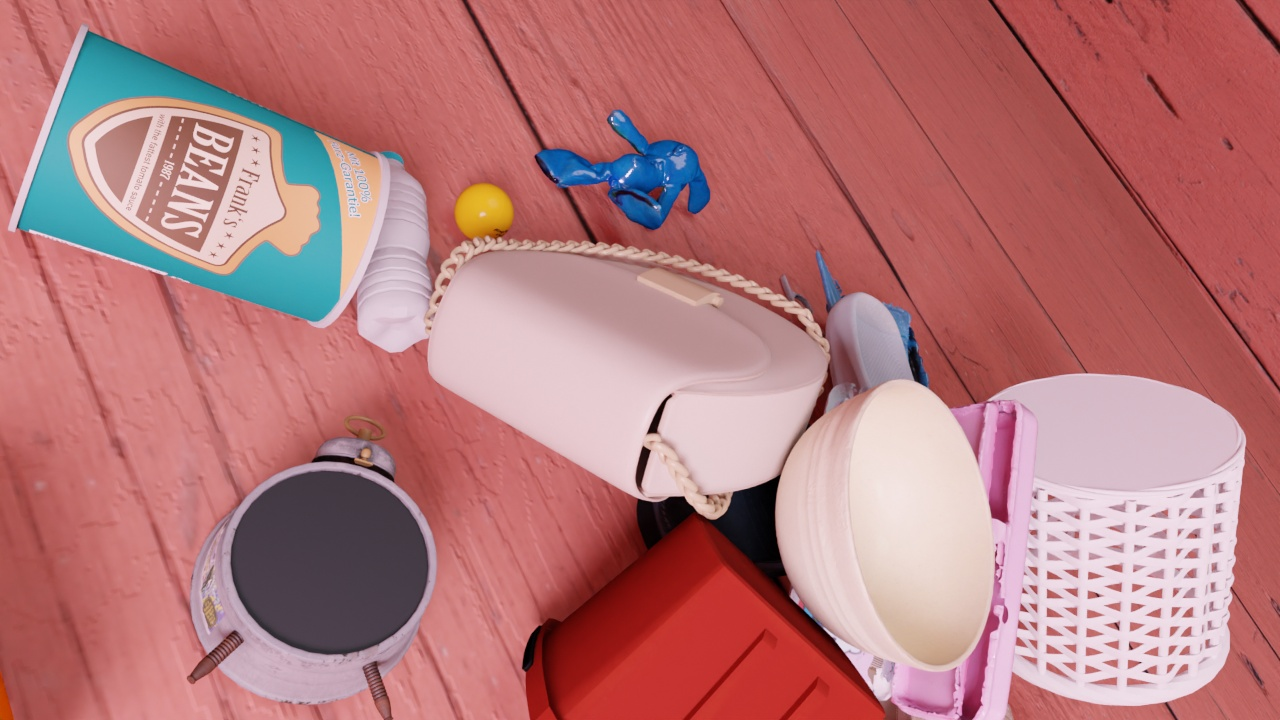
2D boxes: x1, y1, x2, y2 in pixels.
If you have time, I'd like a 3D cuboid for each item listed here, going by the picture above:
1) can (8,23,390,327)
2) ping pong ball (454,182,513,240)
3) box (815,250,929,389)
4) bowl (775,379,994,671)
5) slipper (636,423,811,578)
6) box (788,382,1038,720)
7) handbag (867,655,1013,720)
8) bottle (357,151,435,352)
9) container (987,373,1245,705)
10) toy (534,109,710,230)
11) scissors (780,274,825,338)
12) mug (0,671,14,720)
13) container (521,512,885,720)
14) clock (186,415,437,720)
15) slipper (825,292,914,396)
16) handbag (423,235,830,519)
[{"bbox_3d":[-0.214,-0.085,0.456,0.143,0.099,0.099,20,47,-34],"label":"can"},{"bbox_3d":[-0.107,-0.101,0.626,0.040,0.040,0.040,26,44,-28],"label":"ping pong ball"},{"bbox_3d":[0.203,0.035,0.801,0.175,0.060,0.231,24,49,-42],"label":"box"},{"bbox_3d":[0.124,0.090,0.503,0.150,0.075,0.150,15,68,-43],"label":"bowl"},{"bbox_3d":[0.112,0.092,0.652,0.265,0.084,0.109,-4,61,-51],"label":"slipper"},{"bbox_3d":[0.165,0.112,0.572,0.101,0.111,0.201,22,71,-22],"label":"box"},{"bbox_3d":[0.223,0.237,0.683,0.175,0.062,0.197,36,31,-19],"label":"handbag"},{"bbox_3d":[-0.150,-0.071,0.554,0.044,0.044,0.136,15,50,-37],"label":"bottle"},{"bbox_3d":[0.359,0.133,0.722,0.188,0.190,0.187,-45,131,-52],"label":"container"},{"bbox_3d":[0.009,-0.149,0.765,0.176,0.071,0.112,-13,59,-49],"label":"toy"},{"bbox_3d":[0.183,-0.010,0.866,0.153,0.014,0.130,27,43,-23],"label":"scissors"},{"bbox_3d":[-0.257,0.116,0.275,0.112,0.078,0.096,-21,73,-22],"label":"mug"},{"bbox_3d":[0.002,0.193,0.450,0.148,0.201,0.127,44,2,-10],"label":"container"},{"bbox_3d":[-0.142,0.086,0.421,0.104,0.056,0.147,21,50,-21],"label":"clock"},{"bbox_3d":[0.202,0.051,0.680,0.104,0.074,0.245,17,53,-42],"label":"slipper"},{"bbox_3d":[-0.003,0.003,0.548,0.211,0.103,0.208,26,23,26],"label":"handbag"}]
